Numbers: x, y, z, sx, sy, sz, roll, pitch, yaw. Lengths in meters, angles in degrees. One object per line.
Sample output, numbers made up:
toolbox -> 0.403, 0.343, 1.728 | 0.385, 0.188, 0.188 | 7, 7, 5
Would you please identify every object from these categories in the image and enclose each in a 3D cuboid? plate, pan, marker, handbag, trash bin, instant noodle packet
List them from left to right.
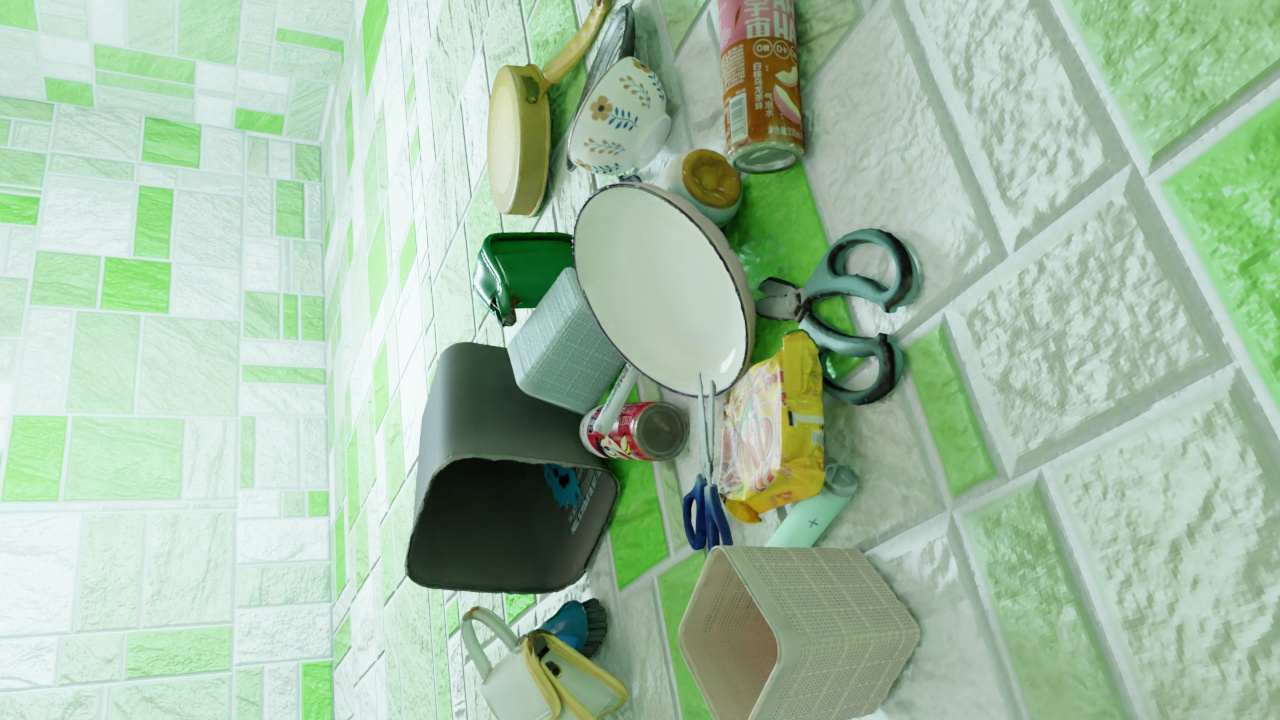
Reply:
trash bin -> -0.150, 0.110, 1.007 | 0.219, 0.198, 0.199 | -108, 35, -50
handbag -> -0.118, 0.323, 0.922 | 0.063, 0.179, 0.164 | -52, 0, -41
handbag -> -0.112, -0.084, 1.001 | 0.120, 0.131, 0.068 | -118, 35, -42
pan -> -0.120, -0.324, 1.140 | 0.358, 0.078, 0.197 | 123, 138, -56
plate -> -0.037, -0.281, 0.957 | 0.179, 0.024, 0.179 | -165, 91, -74
marker -> -0.005, 0.005, 0.832 | 0.145, 0.017, 0.017 | -62, 25, -9
plate -> 0.023, -0.060, 0.750 | 0.192, 0.038, 0.193 | 32, 141, 30
instant noodle packet -> 0.091, 0.050, 0.643 | 0.129, 0.044, 0.110 | 127, 146, -65

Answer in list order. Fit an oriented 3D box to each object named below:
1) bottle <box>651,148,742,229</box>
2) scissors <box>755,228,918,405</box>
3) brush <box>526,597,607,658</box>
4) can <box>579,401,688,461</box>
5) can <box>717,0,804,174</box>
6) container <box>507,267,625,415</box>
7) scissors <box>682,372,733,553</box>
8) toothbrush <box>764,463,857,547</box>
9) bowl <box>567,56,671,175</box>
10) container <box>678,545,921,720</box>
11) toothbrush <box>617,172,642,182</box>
bottle -> 0.018, -0.114, 0.808 | 0.190, 0.068, 0.068 | -38, 54, 57
scissors -> 0.125, -0.022, 0.638 | 0.180, 0.019, 0.143 | 0, 87, 62
brush -> -0.089, 0.300, 0.974 | 0.144, 0.073, 0.055 | -57, 42, 44
can -> -0.010, 0.066, 0.861 | 0.133, 0.053, 0.053 | -8, 80, 63
can -> 0.089, -0.217, 0.687 | 0.058, 0.057, 0.147 | -22, 68, 62
container -> -0.063, -0.022, 0.919 | 0.112, 0.090, 0.090 | -54, 33, 21
scissors -> 0.049, 0.089, 0.746 | 0.133, 0.012, 0.172 | 154, 104, -68
toothbrush -> 0.094, 0.155, 0.672 | 0.026, 0.027, 0.225 | -95, 24, -47
bowl -> -0.011, -0.220, 0.864 | 0.062, 0.113, 0.114 | 33, 127, 11
container -> 0.098, 0.171, 0.566 | 0.090, 0.110, 0.090 | 57, 136, 51
toothbrush -> -0.007, -0.167, 0.856 | 0.181, 0.018, 0.015 | -109, 2, -77
